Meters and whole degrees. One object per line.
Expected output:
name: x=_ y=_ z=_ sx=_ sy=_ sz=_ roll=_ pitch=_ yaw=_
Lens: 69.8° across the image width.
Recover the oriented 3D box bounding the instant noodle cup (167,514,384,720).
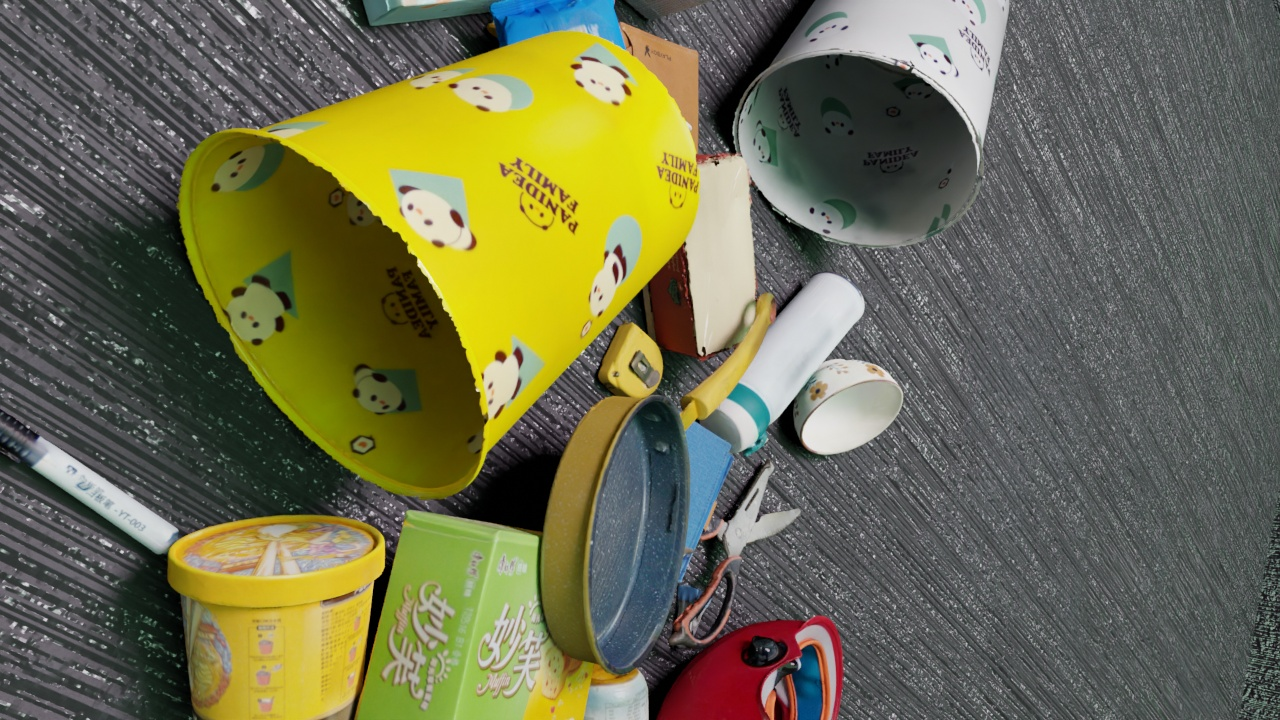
instant noodle cup: x=-0.214 y=0.162 z=0.546 sx=0.118 sy=0.119 sz=0.114 roll=-4 pitch=100 yaw=-43

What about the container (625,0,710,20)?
container: x=0.029 y=-0.350 z=0.767 sx=0.090 sy=0.114 sz=0.090 roll=27 pitch=71 yaw=-39

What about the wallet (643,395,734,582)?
wallet: x=0.020 y=0.110 z=0.795 sx=0.106 sy=0.040 sz=0.132 roll=34 pitch=63 yaw=-15

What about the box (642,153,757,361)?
box: x=0.056 y=-0.090 z=0.793 sx=0.091 sy=0.080 sz=0.168 roll=-22 pitch=115 yaw=-36

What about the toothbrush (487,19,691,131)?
toothbrush: x=-0.036 y=-0.231 z=0.747 sx=0.191 sy=0.016 sz=0.018 roll=20 pitch=72 yaw=-26

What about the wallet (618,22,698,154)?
wallet: x=0.012 y=-0.218 z=0.809 sx=0.107 sy=0.031 sz=0.131 roll=4 pitch=86 yaw=-44

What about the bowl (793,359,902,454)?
bowl: x=0.206 y=0.038 z=0.950 sx=0.113 sy=0.114 sz=0.062 roll=21 pitch=34 yaw=-40

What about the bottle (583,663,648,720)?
bottle: x=-0.026 y=0.345 z=0.744 sx=0.067 sy=0.068 sz=0.189 roll=-2 pitch=91 yaw=-43

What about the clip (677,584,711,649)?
clip: x=0.045 y=0.236 z=0.840 sx=0.045 sy=0.027 sz=0.058 roll=31 pitch=69 yaw=-46

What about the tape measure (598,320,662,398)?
tape measure: x=-0.005 y=0.005 z=0.792 sx=0.057 sy=0.029 sz=0.059 roll=42 pitch=63 yaw=-35

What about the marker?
marker: x=-0.315 y=0.070 z=0.515 sx=0.022 sy=0.018 sz=0.131 roll=-50 pitch=121 yaw=-16

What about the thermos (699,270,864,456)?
thermos: x=0.139 y=0.003 z=0.899 sx=0.223 sy=0.073 sz=0.073 roll=-45 pitch=119 yaw=-33

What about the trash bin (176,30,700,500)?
trash bin: x=-0.103 y=-0.080 z=0.581 sx=0.254 sy=0.230 sz=0.230 roll=-43 pitch=117 yaw=-40

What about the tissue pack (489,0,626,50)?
tissue pack: x=-0.051 y=-0.210 z=0.708 sx=0.095 sy=0.052 sz=0.157 roll=-25 pitch=121 yaw=-11

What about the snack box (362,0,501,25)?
snack box: x=-0.124 y=-0.295 z=0.668 sx=0.174 sy=0.052 sz=0.074 roll=-26 pitch=107 yaw=-40

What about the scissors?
scissors: x=0.075 y=0.171 z=0.851 sx=0.226 sy=0.015 sz=0.188 roll=16 pitch=63 yaw=-33

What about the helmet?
helmet: x=0.089 y=0.331 z=0.803 sx=0.239 sy=0.144 sz=0.207 roll=-57 pitch=140 yaw=-50

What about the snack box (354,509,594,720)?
snack box: x=-0.096 y=0.194 z=0.625 sx=0.210 sy=0.070 sz=0.157 roll=38 pitch=62 yaw=-66

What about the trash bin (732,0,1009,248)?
trash bin: x=0.242 y=-0.280 z=0.899 sx=0.229 sy=0.230 sz=0.251 roll=48 pitch=54 yaw=-32

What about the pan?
pan: x=0.029 y=0.067 z=0.707 sx=0.198 sy=0.078 sz=0.356 roll=75 pitch=29 yaw=-43
